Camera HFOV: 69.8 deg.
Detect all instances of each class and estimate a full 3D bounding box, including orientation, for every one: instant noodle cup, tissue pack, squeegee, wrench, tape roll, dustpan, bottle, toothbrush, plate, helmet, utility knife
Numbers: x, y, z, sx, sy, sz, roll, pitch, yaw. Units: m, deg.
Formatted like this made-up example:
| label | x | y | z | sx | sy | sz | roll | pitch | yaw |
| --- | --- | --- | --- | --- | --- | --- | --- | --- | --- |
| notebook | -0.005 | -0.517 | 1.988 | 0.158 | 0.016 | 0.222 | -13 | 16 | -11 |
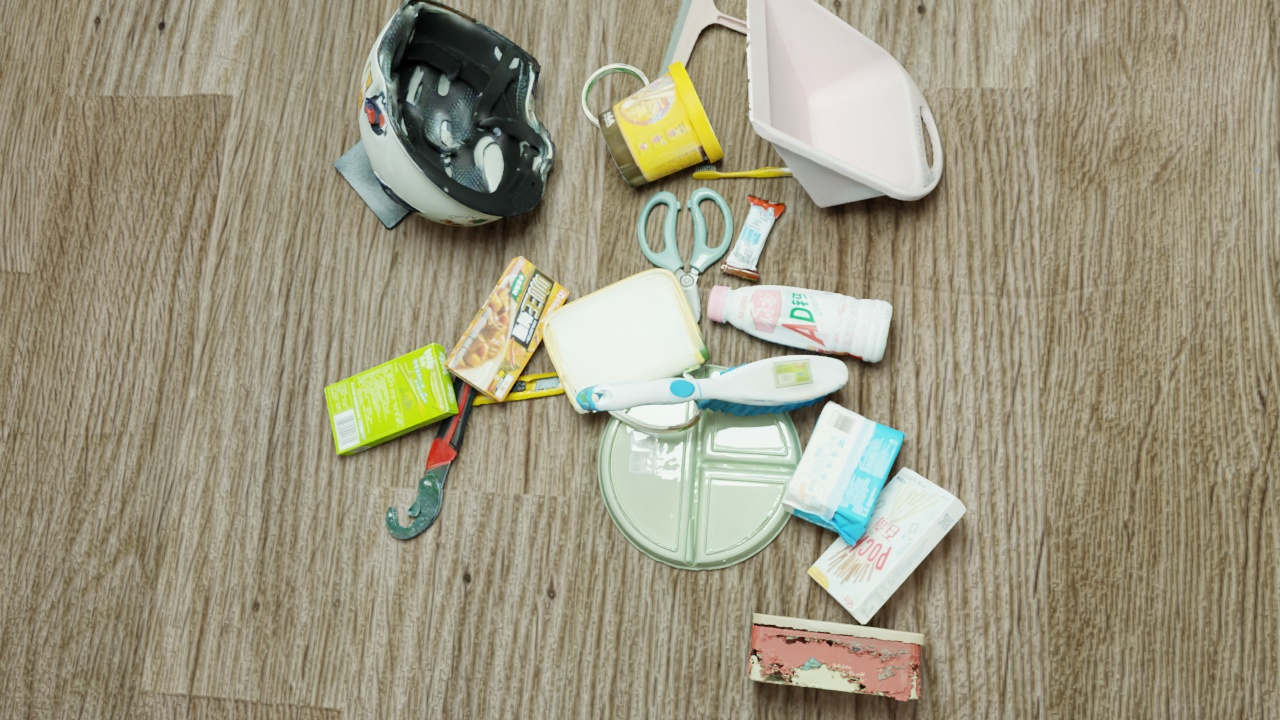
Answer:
| label | x | y | z | sx | sy | sz | roll | pitch | yaw |
| --- | --- | --- | --- | --- | --- | --- | --- | --- | --- |
| instant noodle cup | 0.021 | -0.264 | 1.057 | 0.114 | 0.118 | 0.118 | -25 | 76 | 11 |
| tissue pack | 0.213 | 0.115 | 0.964 | 0.090 | 0.063 | 0.139 | 24 | 67 | 13 |
| squeegee | 0.167 | -0.387 | 1.097 | 0.249 | 0.040 | 0.248 | 20 | 96 | 6 |
| wrench | -0.222 | 0.079 | 1.056 | 0.056 | 0.016 | 0.273 | 22 | 88 | 13 |
| tape roll | -0.029 | -0.321 | 1.123 | 0.086 | 0.014 | 0.085 | -2 | 78 | 8 |
| dustpan | 0.223 | -0.286 | 0.974 | 0.139 | 0.273 | 0.222 | -11 | 64 | 25 |
| bottle | 0.173 | -0.048 | 1.013 | 0.197 | 0.068 | 0.068 | 12 | 80 | 14 |
| toothbrush | 0.157 | -0.225 | 1.076 | 0.191 | 0.016 | 0.018 | -1 | 69 | 9 |
| plate | 0.064 | 0.114 | 1.013 | 0.230 | 0.027 | 0.230 | -2 | 77 | 8 |
| helmet | -0.228 | -0.263 | 1.054 | 0.157 | 0.229 | 0.273 | -23 | 69 | 42 |
| utility knife | -0.136 | 0.028 | 1.065 | 0.195 | 0.015 | 0.033 | -8 | 80 | 7 |

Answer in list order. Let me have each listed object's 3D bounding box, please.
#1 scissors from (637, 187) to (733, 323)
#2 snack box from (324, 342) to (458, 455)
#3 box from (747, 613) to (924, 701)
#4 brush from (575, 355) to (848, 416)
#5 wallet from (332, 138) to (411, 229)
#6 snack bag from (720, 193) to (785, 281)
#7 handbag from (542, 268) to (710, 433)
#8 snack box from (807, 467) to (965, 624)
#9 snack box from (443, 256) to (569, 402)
| label | x | y | z | sx | sy | sz | roll | pitch | yaw |
| --- | --- | --- | --- | --- | --- | --- | --- | --- | --- |
| scissors | 0.073 | -0.123 | 1.066 | 0.132 | 0.019 | 0.185 | -22 | 78 | 3 |
| snack box | -0.289 | 0.046 | 1.062 | 0.156 | 0.026 | 0.085 | -21 | 74 | 16 |
| box | 0.193 | 0.304 | 0.921 | 0.168 | 0.091 | 0.080 | 4 | 76 | 9 |
| brush | 0.074 | 0.029 | 0.925 | 0.314 | 0.110 | 0.060 | -6 | 81 | -19 |
| wallet | -0.313 | -0.235 | 1.146 | 0.097 | 0.019 | 0.121 | -42 | 77 | 0 |
| snack bag | 0.130 | -0.143 | 1.056 | 0.048 | 0.026 | 0.104 | 18 | 82 | 9 |
| handbag | -0.006 | 0.006 | 1.016 | 0.163 | 0.063 | 0.178 | -23 | 75 | 3 |
| snack box | 0.252 | 0.187 | 0.944 | 0.156 | 0.085 | 0.027 | -46 | 117 | -3 |
| snack box | -0.151 | -0.036 | 1.047 | 0.075 | 0.026 | 0.153 | 36 | 75 | -20 |
